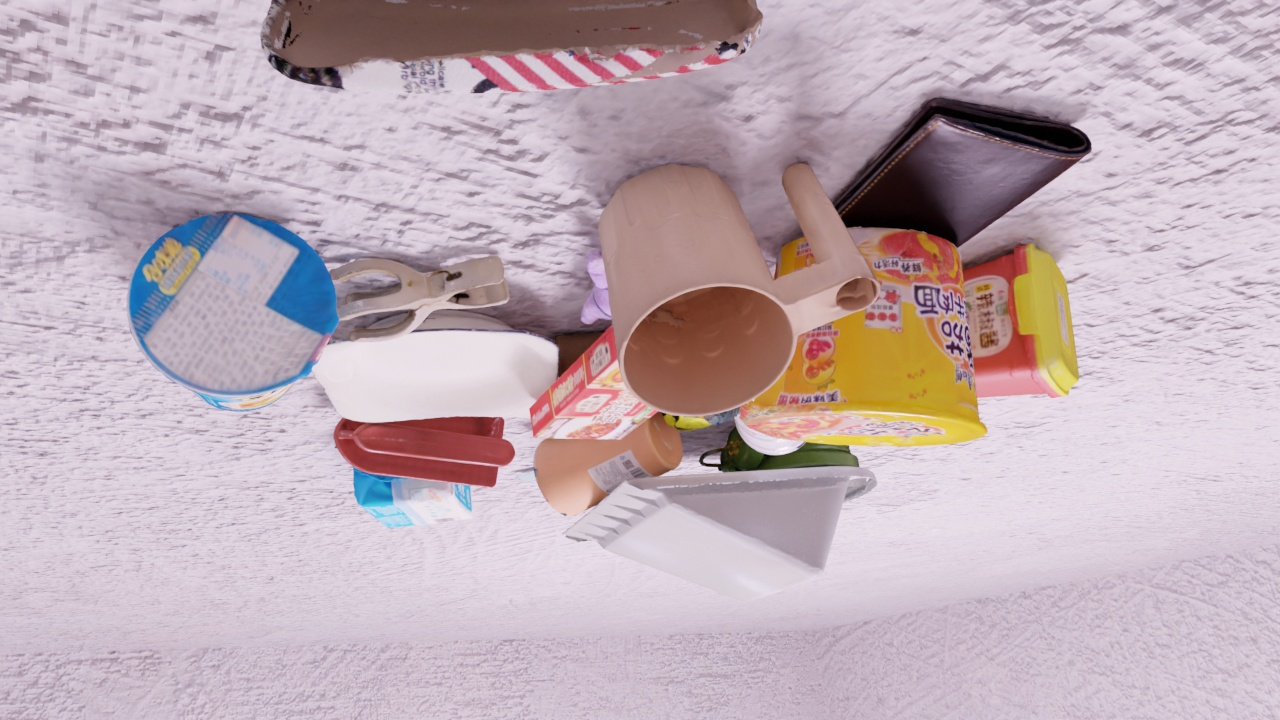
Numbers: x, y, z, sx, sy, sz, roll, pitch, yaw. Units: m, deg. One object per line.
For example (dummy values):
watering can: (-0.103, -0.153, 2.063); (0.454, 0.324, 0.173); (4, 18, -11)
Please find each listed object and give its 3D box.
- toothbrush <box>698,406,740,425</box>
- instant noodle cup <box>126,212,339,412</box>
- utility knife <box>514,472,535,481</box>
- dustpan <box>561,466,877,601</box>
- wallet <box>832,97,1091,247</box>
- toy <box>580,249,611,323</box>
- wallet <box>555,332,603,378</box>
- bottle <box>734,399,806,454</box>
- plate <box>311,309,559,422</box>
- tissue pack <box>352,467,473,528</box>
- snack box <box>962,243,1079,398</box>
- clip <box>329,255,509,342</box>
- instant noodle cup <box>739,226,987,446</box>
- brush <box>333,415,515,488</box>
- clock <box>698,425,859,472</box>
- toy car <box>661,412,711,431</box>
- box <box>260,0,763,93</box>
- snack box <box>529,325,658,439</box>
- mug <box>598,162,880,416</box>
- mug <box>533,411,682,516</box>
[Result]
toothbrush: (0.119, -0.002, 0.615); (0.191, 0.018, 0.016); (-26, 137, -21)
instant noodle cup: (-0.224, -0.015, 0.513); (0.099, 0.099, 0.110); (4, 164, -22)
utility knife: (-0.046, 0.109, 0.955); (0.192, 0.018, 0.034); (-13, 146, 19)
dustpan: (0.090, 0.136, 0.892); (0.257, 0.142, 0.223); (26, 152, -8)
wallet: (0.163, -0.093, 0.498); (0.096, 0.020, 0.123); (8, 157, -17)
toy: (0.018, -0.047, 0.549); (0.108, 0.039, 0.084); (-2, 159, -5)
wallet: (-0.004, 0.004, 0.685); (0.115, 0.033, 0.090); (-4, 156, -1)
bottle: (0.092, 0.011, 0.680); (0.068, 0.068, 0.197); (-9, 155, 10)
plate: (-0.140, 0.003, 0.645); (0.164, 0.034, 0.164); (-3, 158, -8)
tissue pack: (-0.214, 0.117, 0.875); (0.090, 0.063, 0.140); (-6, 160, -2)
snack box: (0.238, -0.020, 0.606); (0.080, 0.091, 0.082); (-12, 158, 34)
clip: (-0.134, -0.035, 0.558); (0.104, 0.034, 0.083); (-6, 157, -21)
instant noodle cup: (0.133, -0.011, 0.545); (0.138, 0.109, 0.138); (4, 169, 1)
brush: (-0.179, 0.068, 0.757); (0.145, 0.063, 0.069); (12, 171, -35)
clock: (0.139, 0.095, 0.912); (0.161, 0.056, 0.116); (-4, 158, -4)
toy car: (0.048, 0.036, 0.776); (0.048, 0.032, 0.105); (-1, 156, -10)
box: (-0.042, -0.137, 0.289); (0.163, 0.076, 0.088); (-4, 133, -2)
snack box: (-0.017, 0.020, 0.641); (0.075, 0.025, 0.153); (3, 156, -28)
mug: (0.042, -0.045, 0.454); (0.125, 0.103, 0.084); (-23, 134, 10)
mug: (-0.027, 0.089, 0.841); (0.123, 0.078, 0.078); (-24, 152, 29)
